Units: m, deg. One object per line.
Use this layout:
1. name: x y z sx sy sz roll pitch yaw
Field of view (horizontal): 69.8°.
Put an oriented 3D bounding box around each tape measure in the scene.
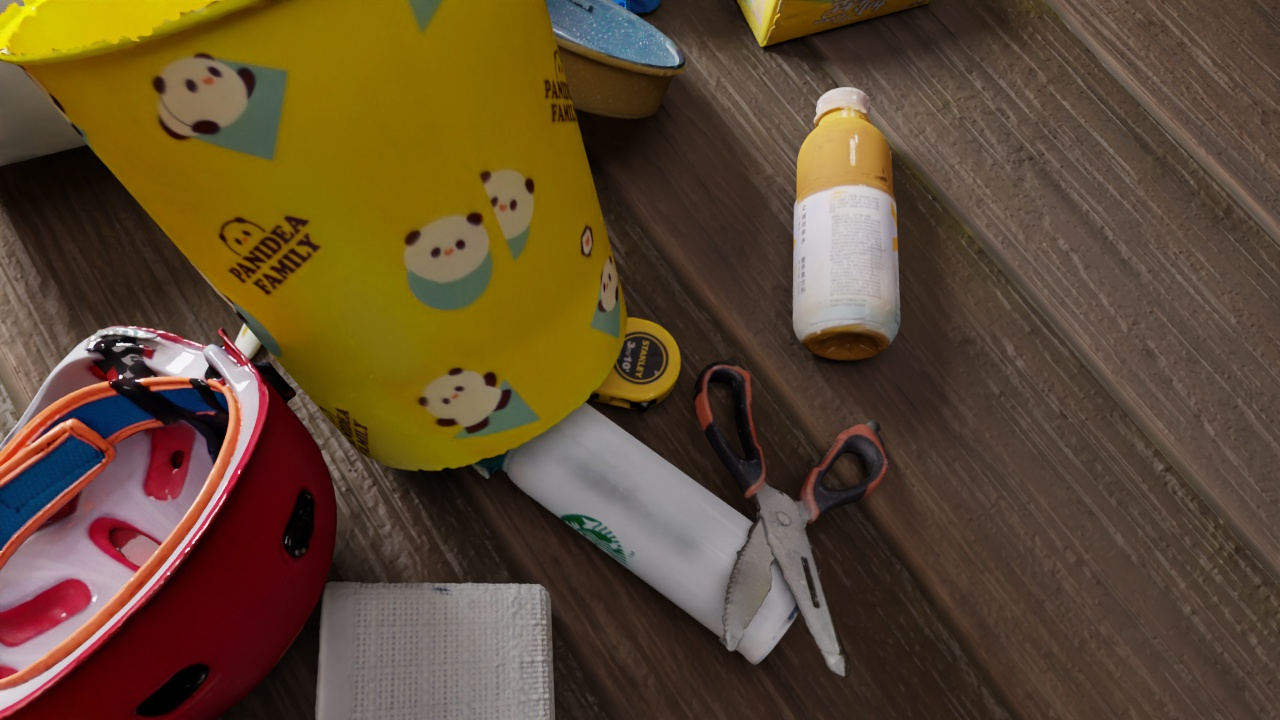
1. tape measure: -0.003 0.003 0.589 0.057 0.029 0.060 12 68 0

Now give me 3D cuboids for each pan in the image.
1. pan: -0.103 -0.285 0.639 0.197 0.078 0.357 -1 39 -43

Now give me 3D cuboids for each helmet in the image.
1. helmet: -0.233 0.099 0.447 0.240 0.144 0.206 8 56 38

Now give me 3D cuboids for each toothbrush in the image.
1. toothbrush: -0.224 -0.082 0.607 0.016 0.018 0.191 19 69 4

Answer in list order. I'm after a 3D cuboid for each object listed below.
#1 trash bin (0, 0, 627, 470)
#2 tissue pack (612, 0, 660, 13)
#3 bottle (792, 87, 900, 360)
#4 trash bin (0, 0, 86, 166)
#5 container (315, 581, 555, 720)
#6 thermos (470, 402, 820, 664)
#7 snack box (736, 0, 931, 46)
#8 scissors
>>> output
1. trash bin: -0.129 -0.094 0.463 0.230 0.255 0.229 -12 41 10
2. tissue pack: 0.001 -0.342 0.687 0.052 0.095 0.157 9 68 3
3. bottle: 0.138 -0.096 0.618 0.068 0.068 0.189 6 69 -3
4. trash bin: -0.328 -0.245 0.560 0.251 0.230 0.229 -16 71 -17
5. container: -0.105 0.165 0.488 0.114 0.090 0.090 -1 70 -9
6. thermos: -0.009 0.084 0.538 0.224 0.073 0.073 35 70 9
7. snack box: 0.130 -0.363 0.719 0.157 0.070 0.210 -19 72 -12
8. scissors: 0.083 0.075 0.531 0.226 0.015 0.189 -25 59 -42
